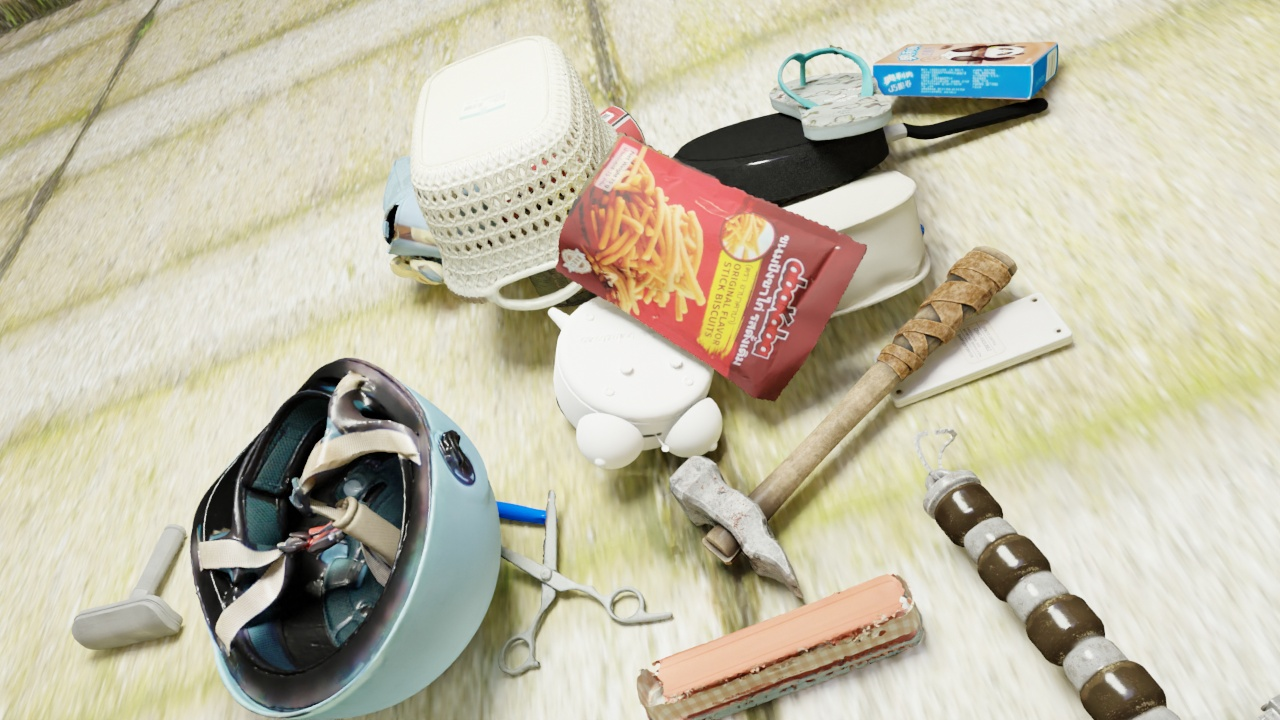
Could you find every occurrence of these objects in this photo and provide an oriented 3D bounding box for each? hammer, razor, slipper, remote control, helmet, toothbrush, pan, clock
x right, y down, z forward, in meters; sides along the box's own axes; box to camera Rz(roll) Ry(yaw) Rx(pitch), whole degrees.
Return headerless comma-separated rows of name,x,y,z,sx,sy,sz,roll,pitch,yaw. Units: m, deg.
hammer,0.164,0.028,0.669,0.318,0.049,0.121,-44,49,-13
razor,-0.437,0.195,0.819,0.088,0.047,0.116,-15,37,12
slipper,0.176,-0.254,0.840,0.098,0.055,0.268,-11,24,4
remote control,0.249,-0.008,0.694,0.136,0.011,0.050,-22,44,8
helmet,-0.192,0.133,0.656,0.226,0.166,0.265,-45,42,9
hammer,0.237,0.155,0.500,0.177,0.079,0.326,-28,43,-1
toothbrush,-0.144,0.117,0.765,0.183,0.016,0.018,4,47,29
pan,0.198,-0.210,0.851,0.356,0.044,0.203,-14,23,3
clock,-0.004,0.005,0.729,0.125,0.073,0.160,-7,56,-14

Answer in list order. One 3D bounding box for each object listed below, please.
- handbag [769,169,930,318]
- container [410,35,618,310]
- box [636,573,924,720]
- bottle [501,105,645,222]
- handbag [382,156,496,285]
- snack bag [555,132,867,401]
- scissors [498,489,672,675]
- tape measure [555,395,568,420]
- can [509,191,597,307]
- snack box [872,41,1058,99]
handbag,0.141,-0.097,0.791,0.201,0.093,0.199,-17,24,11
container,-0.112,-0.175,0.821,0.185,0.143,0.245,-19,43,7
box,0.084,0.181,0.573,0.187,0.056,0.059,-24,76,6
bottle,-0.077,-0.202,0.998,0.176,0.062,0.062,-41,45,-14
handbag,-0.220,-0.142,0.981,0.121,0.119,0.191,7,27,-22
snack bag,0.047,-0.073,0.694,0.208,0.066,0.139,30,106,9
scissors,-0.055,0.165,0.674,0.175,0.014,0.141,7,60,25
tape measure,-0.042,0.027,0.782,0.062,0.034,0.061,-20,52,11
can,-0.075,-0.110,0.900,0.090,0.075,0.089,-14,45,14
snack box,0.312,-0.280,0.885,0.151,0.034,0.087,13,35,35
